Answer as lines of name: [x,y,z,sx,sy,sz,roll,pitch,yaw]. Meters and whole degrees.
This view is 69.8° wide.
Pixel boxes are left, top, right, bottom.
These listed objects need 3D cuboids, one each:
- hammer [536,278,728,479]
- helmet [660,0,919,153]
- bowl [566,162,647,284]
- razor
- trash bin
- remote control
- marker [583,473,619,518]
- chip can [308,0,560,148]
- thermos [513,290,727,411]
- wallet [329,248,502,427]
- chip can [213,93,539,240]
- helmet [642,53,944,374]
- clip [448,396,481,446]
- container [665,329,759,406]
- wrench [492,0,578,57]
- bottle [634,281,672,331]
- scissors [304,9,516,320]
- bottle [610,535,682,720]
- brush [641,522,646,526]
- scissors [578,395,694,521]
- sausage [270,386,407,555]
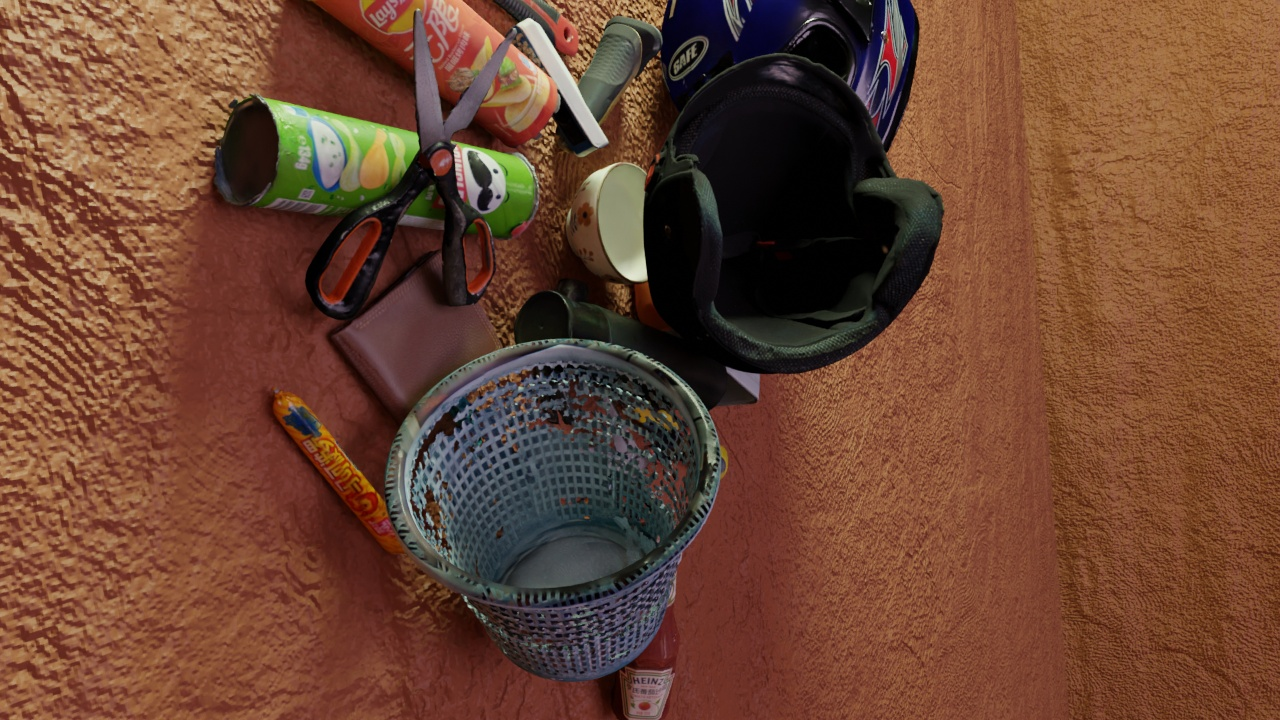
hammer: [0.002,0.052,0.928,0.323,0.032,0.126,41,56,-46]
helmet: [0.139,-0.325,0.971,0.240,0.248,0.314,22,67,-21]
bowl: [-0.030,-0.126,0.868,0.113,0.062,0.113,4,85,-56]
razor: [-0.035,-0.265,0.889,0.068,0.062,0.167,89,24,-60]
trash bin: [-0.057,0.129,0.685,0.195,0.227,0.225,88,26,-46]
remote control: [-0.073,-0.238,0.805,0.024,0.049,0.125,-37,107,-17]
marker: [-0.040,0.131,0.876,0.123,0.015,0.018,-44,128,-50]
chip can: [-0.153,-0.244,0.695,0.216,0.073,0.073,28,65,-51]
thermos: [-0.005,0.005,0.821,0.068,0.090,0.242,-52,146,14]
wallet: [-0.166,-0.015,0.698,0.124,0.032,0.101,-53,125,-43]
chip can: [-0.176,-0.130,0.654,0.235,0.072,0.072,-3,90,-54]
helmet: [0.114,-0.120,0.824,0.233,0.231,0.274,2,81,-17]
clip: [-0.138,0.048,0.739,0.055,0.038,0.013,56,44,-22]
container: [0.080,-0.018,0.994,0.090,0.090,0.111,38,55,-47]
wrench: [-0.139,-0.322,0.768,0.273,0.016,0.056,11,78,-54]
bottle: [0.020,-0.106,0.944,0.066,0.067,0.149,-8,87,-55]
scissors: [-0.145,-0.113,0.622,0.228,0.022,0.221,-44,147,-19]
bottle: [0.009,0.249,0.838,0.059,0.060,0.206,-35,140,-50]
brush: [-0.028,0.197,0.849,0.145,0.063,0.073,-13,98,-56]
scissors: [0.004,0.106,0.900,0.225,0.015,0.189,-13,117,-45]
sausage: [-0.206,0.081,0.639,0.021,0.021,0.165,-58,131,-39]
